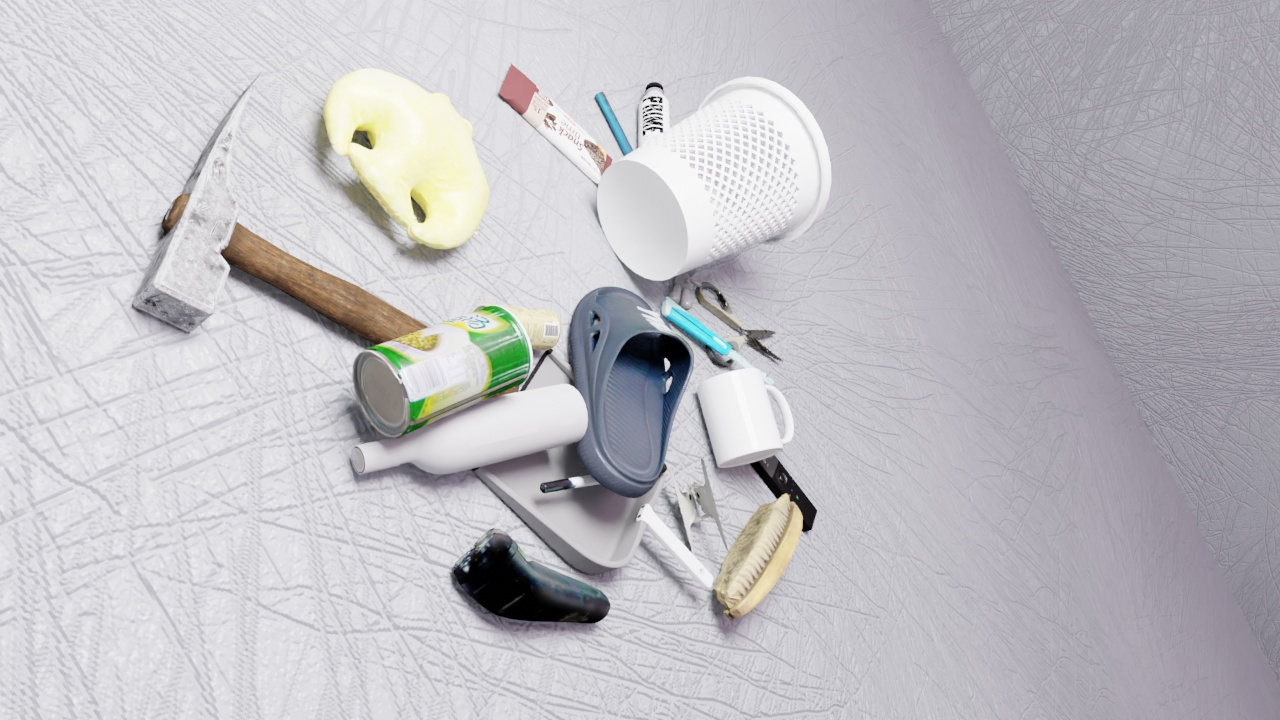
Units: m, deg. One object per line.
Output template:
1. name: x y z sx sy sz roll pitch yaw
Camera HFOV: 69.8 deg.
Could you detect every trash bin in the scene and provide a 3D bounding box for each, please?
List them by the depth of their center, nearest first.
1. trash bin: 0.070 -0.187 1.009 0.199 0.196 0.195 -32 95 -35

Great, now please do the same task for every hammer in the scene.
1. hammer: -0.212 -0.068 0.724 0.300 0.037 0.217 33 46 -36

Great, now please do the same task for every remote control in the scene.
1. remote control: 0.159 0.136 1.072 0.150 0.013 0.034 52 38 -16

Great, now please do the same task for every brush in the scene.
1. brush: 0.125 0.199 0.955 0.043 0.059 0.194 50 36 -3

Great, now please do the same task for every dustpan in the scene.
1. dustpan: -0.023 0.125 0.839 0.257 0.033 0.162 49 39 -19

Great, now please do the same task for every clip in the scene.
1. clip: 0.055 0.145 0.917 0.057 0.052 0.102 -26 106 -42

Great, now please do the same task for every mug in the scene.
1. mug: 0.123 0.063 1.012 0.110 0.074 0.090 -3 71 -35

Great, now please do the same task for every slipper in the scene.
1. slipper: -0.005 0.005 0.865 0.110 0.084 0.267 32 34 -25

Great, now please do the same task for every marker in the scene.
1. marker: -0.029 0.104 0.819 0.151 0.011 0.011 -3 71 -45

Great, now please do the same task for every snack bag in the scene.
1. snack bag: -0.089 -0.255 1.006 0.158 0.013 0.056 40 44 -29

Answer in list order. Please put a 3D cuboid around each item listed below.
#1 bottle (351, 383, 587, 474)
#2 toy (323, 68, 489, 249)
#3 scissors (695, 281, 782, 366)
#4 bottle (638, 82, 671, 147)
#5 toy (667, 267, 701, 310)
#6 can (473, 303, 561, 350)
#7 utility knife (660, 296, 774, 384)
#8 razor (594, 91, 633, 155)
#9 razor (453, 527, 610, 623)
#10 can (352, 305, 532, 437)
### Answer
1. bottle: -0.132 0.058 0.723 0.194 0.053 0.052 -10 77 -43
2. toy: -0.192 -0.178 0.790 0.170 0.065 0.154 50 38 -23
3. scissors: 0.118 -0.037 1.126 0.166 0.013 0.157 55 39 -11
4. bottle: 0.018 -0.298 1.138 0.041 0.041 0.115 29 49 -38
5. toy: 0.051 -0.109 1.074 0.049 0.030 0.111 22 56 -22
6. can: -0.112 -0.029 0.820 0.079 0.038 0.038 3 67 -50
7. utility knife: 0.092 -0.019 1.065 0.178 0.015 0.022 32 59 -26
8. razor: -0.015 -0.255 1.091 0.042 0.022 0.144 -28 86 -47
9. razor: -0.080 0.176 0.732 0.151 0.054 0.067 31 30 -44
10. can: -0.144 0.006 0.683 0.120 0.068 0.067 -25 89 -43
